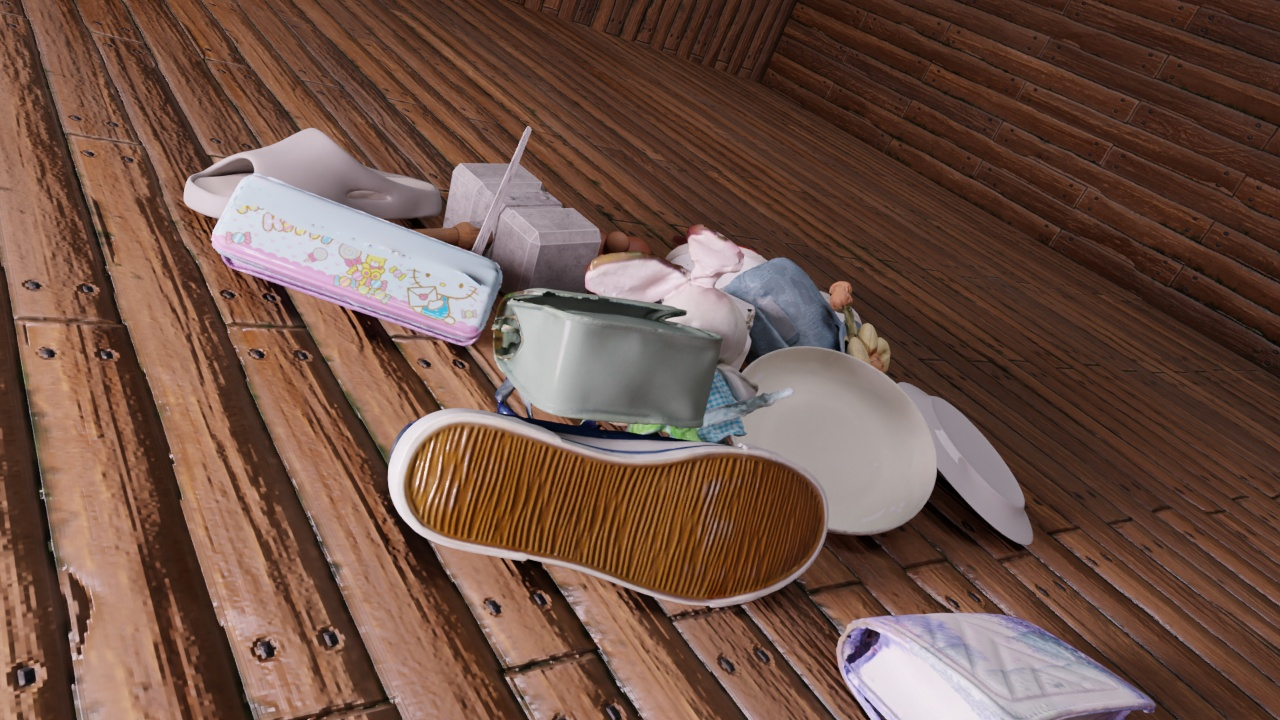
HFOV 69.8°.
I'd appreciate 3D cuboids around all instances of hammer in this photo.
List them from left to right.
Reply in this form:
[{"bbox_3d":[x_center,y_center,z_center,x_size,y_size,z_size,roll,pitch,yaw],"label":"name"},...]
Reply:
[{"bbox_3d":[-0.210,-0.111,0.836,0.316,0.083,0.163,-9,40,-39],"label":"hammer"}]

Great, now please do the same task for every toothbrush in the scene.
[{"bbox_3d":[-0.129,-0.111,0.760,0.010,0.182,0.010,11,24,-41],"label":"toothbrush"}]

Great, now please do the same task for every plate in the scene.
[{"bbox_3d":[0.156,0.069,0.771,0.182,0.034,0.182,7,52,-10],"label":"plate"},{"bbox_3d":[0.314,0.090,0.873,0.188,0.016,0.188,36,26,-21],"label":"plate"}]

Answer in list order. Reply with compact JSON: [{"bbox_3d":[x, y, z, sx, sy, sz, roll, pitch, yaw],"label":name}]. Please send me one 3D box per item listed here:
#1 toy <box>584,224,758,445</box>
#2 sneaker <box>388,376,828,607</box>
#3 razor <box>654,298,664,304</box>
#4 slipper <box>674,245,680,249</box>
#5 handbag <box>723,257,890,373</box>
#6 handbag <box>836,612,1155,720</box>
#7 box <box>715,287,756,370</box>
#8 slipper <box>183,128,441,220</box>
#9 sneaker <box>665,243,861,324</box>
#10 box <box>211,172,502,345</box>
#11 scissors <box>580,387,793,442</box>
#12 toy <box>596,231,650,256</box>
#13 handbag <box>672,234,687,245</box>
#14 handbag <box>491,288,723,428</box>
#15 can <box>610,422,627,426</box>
[{"bbox_3d":[0.055,0.003,0.706,0.105,0.131,0.205,-16,90,-57],"label":"toy"},{"bbox_3d":[-0.019,0.080,0.598,0.294,0.120,0.127,13,-2,-21],"label":"sneaker"},{"bbox_3d":[0.013,-0.060,0.895,0.053,0.063,0.141,25,-8,-18],"label":"razor"},{"bbox_3d":[0.152,-0.096,1.141,0.249,0.059,0.103,27,24,12],"label":"slipper"},{"bbox_3d":[0.168,-0.020,0.889,0.121,0.119,0.192,-21,71,-51],"label":"handbag"},{"bbox_3d":[0.217,0.206,0.570,0.158,0.069,0.126,8,14,-33],"label":"handbag"},{"bbox_3d":[0.076,-0.002,0.822,0.091,0.103,0.107,24,25,-4],"label":"box"},{"bbox_3d":[-0.293,-0.178,0.862,0.113,0.081,0.265,28,23,31],"label":"slipper"},{"bbox_3d":[0.129,-0.048,1.002,0.236,0.090,0.104,27,30,-3],"label":"sneaker"},{"bbox_3d":[-0.218,-0.078,0.725,0.214,0.078,0.065,19,-11,-10],"label":"box"},{"bbox_3d":[0.031,0.046,0.659,0.021,0.172,0.172,-3,79,-63],"label":"scissors"},{"bbox_3d":[-0.047,-0.107,0.983,0.127,0.065,0.095,9,-17,-5],"label":"toy"},{"bbox_3d":[0.097,-0.144,1.236,0.120,0.029,0.055,25,21,16],"label":"handbag"},{"bbox_3d":[-0.021,-0.007,0.585,0.121,0.067,0.106,7,12,-31],"label":"handbag"},{"bbox_3d":[-0.005,0.005,0.788,0.054,0.054,0.135,23,26,-1],"label":"can"}]
